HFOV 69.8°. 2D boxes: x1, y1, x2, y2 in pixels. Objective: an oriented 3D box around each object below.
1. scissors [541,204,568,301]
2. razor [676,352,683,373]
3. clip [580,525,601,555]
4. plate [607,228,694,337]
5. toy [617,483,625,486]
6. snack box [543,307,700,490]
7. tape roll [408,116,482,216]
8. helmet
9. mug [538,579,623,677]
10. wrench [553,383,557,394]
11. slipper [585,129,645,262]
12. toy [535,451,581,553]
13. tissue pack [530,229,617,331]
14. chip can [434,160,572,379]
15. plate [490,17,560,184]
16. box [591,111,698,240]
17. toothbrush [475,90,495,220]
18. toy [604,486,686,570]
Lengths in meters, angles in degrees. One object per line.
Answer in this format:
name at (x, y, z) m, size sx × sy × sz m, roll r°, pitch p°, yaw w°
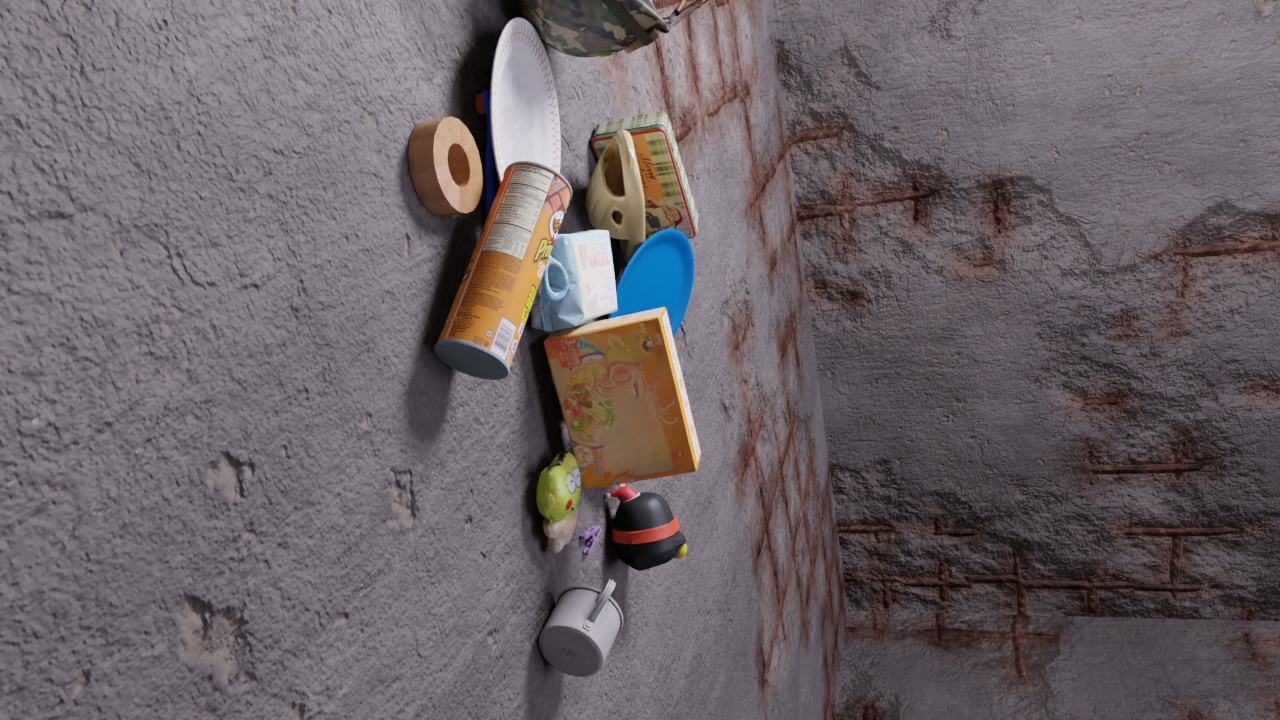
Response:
scissors at (-0.125, -0.126, 1.014) m, size 0.134 × 0.012 × 0.134 m, roll -16°, pitch 107°, yaw -34°
razor at (0.027, 0.000, 1.485) m, size 0.116 × 0.047 × 0.088 m, roll 53°, pitch 37°, yaw -45°
clip at (-0.067, 0.230, 1.206) m, size 0.046 × 0.014 × 0.050 m, roll 63°, pitch 33°, yaw -43°
plate at (0.011, -0.092, 1.380) m, size 0.223 × 0.024 × 0.225 m, roll -39°, pitch 141°, yaw -41°
toy at (-0.030, 0.123, 1.263) m, size 0.137 × 0.067 × 0.105 m, roll -25°, pitch 113°, yaw -61°
snack box at (-0.019, 0.045, 1.117) m, size 0.080 × 0.145 × 0.195 m, roll -59°, pitch 136°, yaw -72°
tape roll at (-0.191, -0.190, 0.903) m, size 0.094 × 0.027 × 0.094 m, roll -3°, pitch 90°, yaw -71°
helmet at (-0.030, -0.472, 1.105) m, size 0.192 × 0.237 × 0.223 m, roll 61°, pitch 32°, yaw 0°
mug at (-0.064, 0.306, 1.064) m, size 0.113 × 0.084 × 0.070 m, roll -60°, pitch 179°, yaw 34°
wrench at (-0.054, 0.030, 1.264) m, size 0.273 × 0.022 × 0.073 m, roll 3°, pitch 83°, yaw -70°
slipper at (-0.038, -0.221, 1.287) m, size 0.262 × 0.079 × 0.111 m, roll 85°, pitch -5°, yaw -66°
toy at (-0.096, 0.170, 1.085) m, size 0.092 × 0.046 × 0.115 m, roll -48°, pitch 139°, yaw -72°
tissue pack at (-0.083, -0.103, 1.138) m, size 0.181 × 0.070 × 0.112 m, roll -31°, pitch 115°, yaw -71°
chip can at (-0.135, -0.092, 0.923) m, size 0.075 × 0.075 × 0.214 m, roll 56°, pitch 44°, yaw -55°
plate at (-0.135, -0.268, 1.063) m, size 0.242 × 0.016 × 0.242 m, roll 2°, pitch 89°, yaw -78°
box at (0.010, -0.265, 1.370) m, size 0.050 × 0.118 × 0.206 m, roll -82°, pitch 160°, yaw -43°
toothbrush at (-0.167, -0.201, 1.000) m, size 0.016 × 0.018 × 0.182 m, roll -8°, pitch 97°, yaw -69°
toy at (0.006, 0.232, 1.292) m, size 0.099 × 0.098 × 0.119 m, roll -18°, pitch 101°, yaw -66°
